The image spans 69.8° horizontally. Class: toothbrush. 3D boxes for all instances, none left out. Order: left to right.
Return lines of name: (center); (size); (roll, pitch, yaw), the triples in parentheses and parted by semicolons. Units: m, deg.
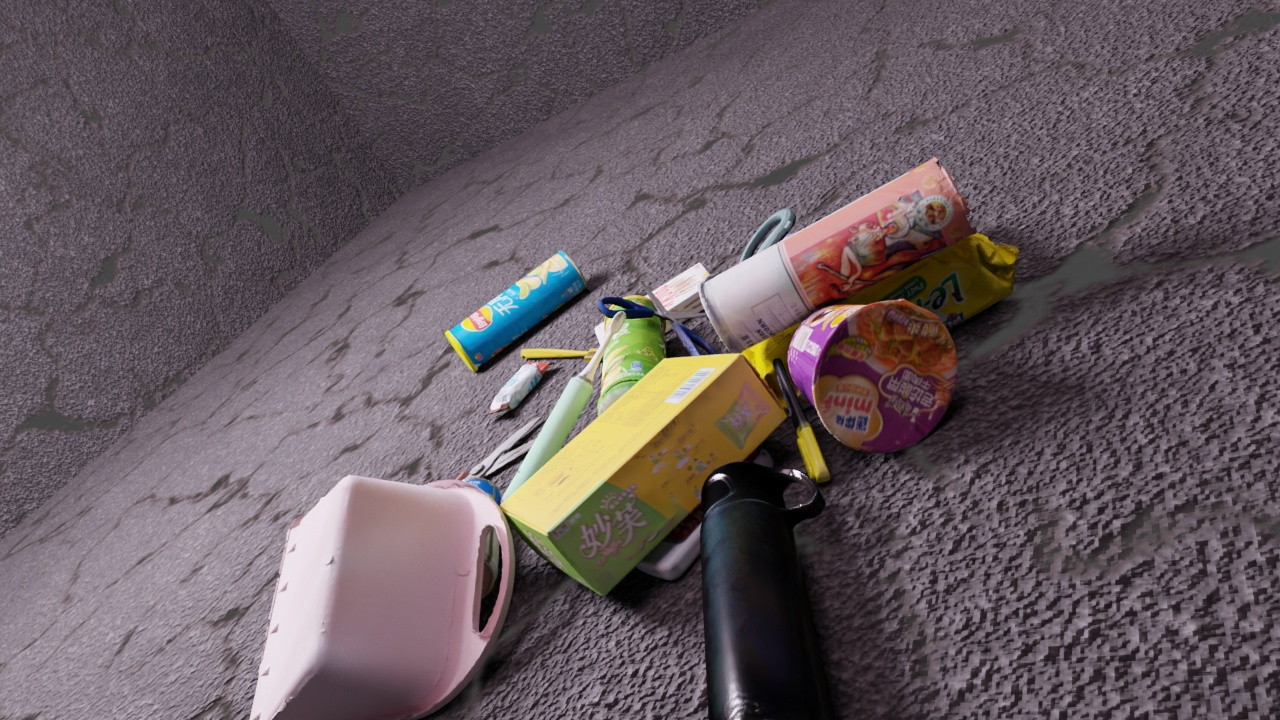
toothbrush: (-0.105, -0.006, 1.179); (0.190, 0.016, 0.016); (1, 47, 53)
toothbrush: (-0.072, 0.049, 0.898); (0.224, 0.026, 0.027); (-61, 2, -1)

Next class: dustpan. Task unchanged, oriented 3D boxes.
dustpan: (-0.227, 0.217, 0.795); (0.274, 0.138, 0.222); (-41, 40, 47)

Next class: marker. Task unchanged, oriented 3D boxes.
marker: (0.123, 0.045, 0.722); (0.015, 0.018, 0.124); (-12, 47, -3)

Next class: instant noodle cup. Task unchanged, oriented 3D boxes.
instant noodle cup: (0.168, 0.005, 0.698); (0.111, 0.111, 0.099); (-34, 13, -2)

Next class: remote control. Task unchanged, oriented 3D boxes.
remote control: (0.049, 0.117, 0.727); (0.135, 0.020, 0.056); (-44, 26, -25)

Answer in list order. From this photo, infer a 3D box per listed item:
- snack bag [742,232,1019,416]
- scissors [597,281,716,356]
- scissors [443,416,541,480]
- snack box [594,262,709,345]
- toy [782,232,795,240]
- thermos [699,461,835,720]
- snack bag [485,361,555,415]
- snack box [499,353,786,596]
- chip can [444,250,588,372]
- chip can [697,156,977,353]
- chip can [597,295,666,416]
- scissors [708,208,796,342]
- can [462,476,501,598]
snack bag: (0.193, -0.055, 0.823); (0.247, 0.068, 0.158); (-30, 23, 9)
scissors: (0.028, -0.043, 0.982); (0.162, 0.172, 0.012); (42, 117, 32)
scissors: (-0.195, 0.139, 1.011); (0.189, 0.015, 0.225); (-14, 28, 38)
snack box: (0.020, -0.057, 1.106); (0.157, 0.027, 0.084); (-33, 23, 3)
toy: (0.169, -0.113, 1.007); (0.084, 0.039, 0.108); (-45, 25, -6)
thermos: (0.080, 0.145, 0.563); (0.090, 0.068, 0.242); (-31, 22, 17)
snack bag: (-0.152, 0.034, 1.147); (0.048, 0.026, 0.103); (-16, 28, 48)
snack box: (-0.003, 0.085, 0.758); (0.209, 0.070, 0.158); (-42, 13, -17)
chip can: (-0.180, -0.073, 1.341); (0.210, 0.071, 0.071); (-37, 23, -11)
chip can: (0.156, -0.083, 0.745); (0.215, 0.071, 0.071); (-28, 23, 16)
chip can: (-0.006, 0.006, 0.954); (0.073, 0.072, 0.221); (-28, 24, 13)
scissors: (0.137, -0.101, 0.982); (0.171, 0.019, 0.180); (-32, 37, 39)
can: (-0.158, 0.165, 0.858); (0.053, 0.053, 0.134); (-30, 23, 6)
